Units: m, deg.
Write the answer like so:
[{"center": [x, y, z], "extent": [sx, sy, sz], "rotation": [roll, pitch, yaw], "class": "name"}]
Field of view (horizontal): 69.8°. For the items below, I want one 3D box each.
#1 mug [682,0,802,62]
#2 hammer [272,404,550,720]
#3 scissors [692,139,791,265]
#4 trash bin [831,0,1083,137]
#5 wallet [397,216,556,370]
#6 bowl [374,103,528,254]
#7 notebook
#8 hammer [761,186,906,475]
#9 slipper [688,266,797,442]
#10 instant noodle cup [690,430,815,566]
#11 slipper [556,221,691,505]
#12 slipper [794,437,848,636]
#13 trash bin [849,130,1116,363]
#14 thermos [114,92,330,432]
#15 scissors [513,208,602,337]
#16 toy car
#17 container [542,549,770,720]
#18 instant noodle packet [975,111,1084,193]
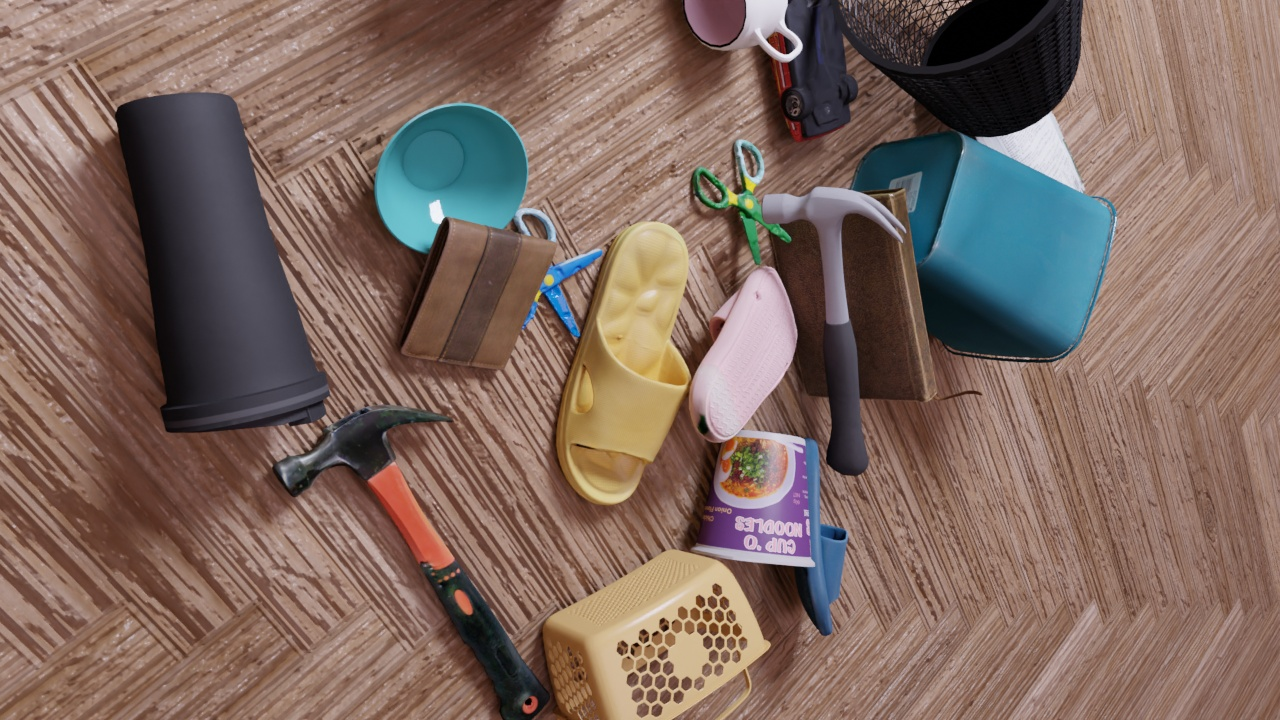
[{"center": [0.100, -0.317, 0.829], "extent": [0.124, 0.090, 0.076], "rotation": [48, 52, 8], "class": "mug"}, {"center": [-0.161, 0.183, 0.769], "extent": [0.132, 0.033, 0.333], "rotation": [-36, 117, -26], "class": "hammer"}, {"center": [0.109, -0.160, 0.906], "extent": [0.129, 0.012, 0.116], "rotation": [35, 72, -22], "class": "scissors"}, {"center": [0.333, -0.340, 0.907], "extent": [0.243, 0.217, 0.217], "rotation": [15, 88, -58], "class": "trash bin"}, {"center": [-0.131, -0.051, 0.734], "extent": [0.098, 0.027, 0.121], "rotation": [9, 115, -38], "class": "wallet"}, {"center": [-0.151, -0.145, 0.705], "extent": [0.121, 0.046, 0.121], "rotation": [-20, 132, -24], "class": "bowl"}, {"center": [0.228, -0.059, 0.909], "extent": [0.034, 0.190, 0.215], "rotation": [-29, 112, -41], "class": "notebook"}, {"center": [0.198, -0.019, 0.897], "extent": [0.029, 0.125, 0.311], "rotation": [-53, 138, -53], "class": "hammer"}, {"center": [0.097, -0.011, 0.878], "extent": [0.220, 0.056, 0.107], "rotation": [-54, 132, -43], "class": "slipper"}, {"center": [0.114, 0.133, 0.903], "extent": [0.136, 0.122, 0.121], "rotation": [27, 68, -67], "class": "instant noodle cup"}, {"center": [-0.005, 0.005, 0.822], "extent": [0.099, 0.078, 0.263], "rotation": [13, 90, -33], "class": "slipper"}, {"center": [0.191, 0.187, 0.969], "extent": [0.059, 0.103, 0.214], "rotation": [-4, 95, 6], "class": "slipper"}, {"center": [0.347, -0.126, 0.989], "extent": [0.218, 0.199, 0.196], "rotation": [21, 83, -28], "class": "trash bin"}, {"center": [-0.282, -0.059, 0.610], "extent": [0.105, 0.106, 0.218], "rotation": [-15, 100, -33], "class": "thermos"}, {"center": [-0.084, -0.073, 0.797], "extent": [0.125, 0.013, 0.130], "rotation": [-30, 115, -27], "class": "scissors"}, {"center": [0.163, -0.316, 0.906], "extent": [0.081, 0.056, 0.189], "rotation": [-25, 110, -29], "class": "toy car"}, {"center": [0.019, 0.287, 0.849], "extent": [0.183, 0.129, 0.167], "rotation": [-22, 100, -31], "class": "container"}, {"center": [0.473, -0.271, 1.142], "extent": [0.146, 0.057, 0.269], "rotation": [-50, 116, -21], "class": "instant noodle packet"}]
